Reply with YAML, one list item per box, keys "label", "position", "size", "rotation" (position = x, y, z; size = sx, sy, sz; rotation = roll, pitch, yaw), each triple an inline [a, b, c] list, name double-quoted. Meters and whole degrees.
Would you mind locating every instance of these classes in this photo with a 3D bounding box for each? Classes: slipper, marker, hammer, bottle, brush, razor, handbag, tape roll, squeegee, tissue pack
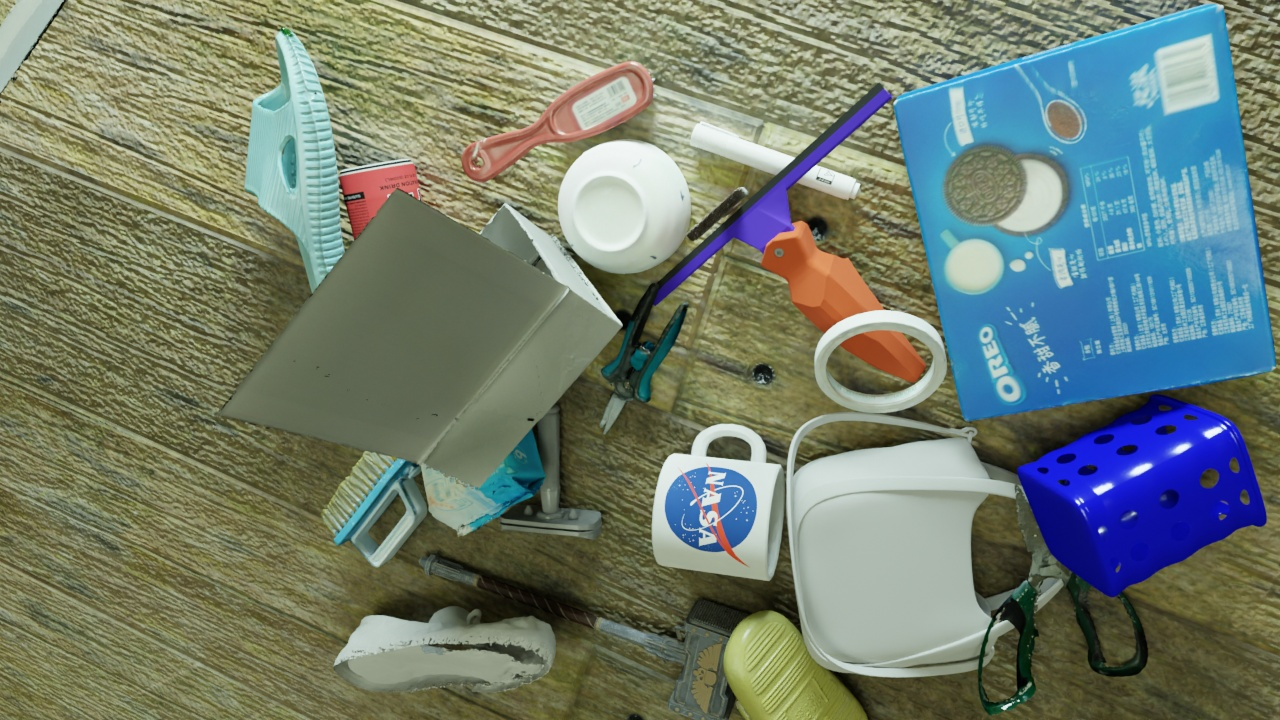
- label: "slipper"
  position: [-0.181, 0.268, 0.861]
  size: [0.247, 0.074, 0.112]
  rotation: [-13, 145, 32]
- label: "marker"
  position: [0.101, -0.149, 0.686]
  size: [0.133, 0.017, 0.020]
  rotation: [22, 75, 10]
- label: "hammer"
  position: [-0.063, 0.233, 0.845]
  size: [0.322, 0.044, 0.098]
  rotation: [15, 110, 16]
- label: "bottle"
  position: [-0.205, -0.078, 0.782]
  size: [0.062, 0.062, 0.177]
  rotation: [-5, 104, 19]
- label: "brush"
  position: [0.059, -0.105, 0.644]
  size: [0.045, 0.143, 0.008]
  rotation: [-41, 92, 15]
- label: "razor"
  position: [-0.080, 0.096, 0.809]
  size: [0.088, 0.047, 0.116]
  rotation: [2, 99, 17]
- label: "handbag"
  position: [0.227, 0.141, 0.701]
  size: [0.223, 0.095, 0.216]
  rotation: [-8, 104, 7]
- label: "tape roll"
  position: [0.174, 0.002, 0.668]
  size: [0.093, 0.013, 0.093]
  rotation: [5, 134, 5]
- label: "squeegee"
  position: [0.143, -0.049, 0.681]
  size: [0.185, 0.055, 0.250]
  rotation: [42, 129, -11]
- label: "brush"
  position: [-0.065, -0.185, 0.721]
  size: [0.173, 0.030, 0.041]
  rotation: [-20, 99, 21]
- label: "slipper"
  position: [0.117, 0.287, 0.772]
  size: [0.082, 0.091, 0.190]
  rotation: [-5, 125, 53]
- label: "slipper"
  position: [-0.288, -0.132, 0.769]
  size: [0.116, 0.069, 0.276]
  rotation: [29, 127, 57]
- label: "tissue pack"
  position: [-0.140, 0.071, 0.786]
  size: [0.093, 0.061, 0.144]
  rotation: [-28, 63, 22]

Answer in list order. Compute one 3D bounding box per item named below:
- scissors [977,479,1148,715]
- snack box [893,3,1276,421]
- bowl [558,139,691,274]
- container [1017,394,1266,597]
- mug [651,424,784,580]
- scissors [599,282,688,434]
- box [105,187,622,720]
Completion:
- label: "scissors"
  position: [0.329, 0.172, 0.688]
  size: [0.154, 0.015, 0.209]
  rotation: [1, 106, -5]
- label: "snack box"
  position: [0.295, -0.089, 0.620]
  size: [0.196, 0.056, 0.239]
  rotation: [-12, 103, 21]
- label: "bowl"
  position: [-0.016, -0.117, 0.714]
  size: [0.105, 0.054, 0.105]
  rotation: [5, 108, 15]
- label: "container"
  position: [0.336, 0.091, 0.623]
  size: [0.113, 0.084, 0.085]
  rotation: [-27, 103, -1]
- label: "mug"
  position: [0.067, 0.111, 0.744]
  size: [0.090, 0.091, 0.121]
  rotation: [4, 72, 17]
- label: "scissors"
  position: [0.001, 0.004, 0.758]
  size: [0.139, 0.019, 0.129]
  rotation: [-12, 102, 31]
- label: "box"
  position: [-0.126, 0.008, 0.532]
  size: [0.148, 0.505, 0.167]
  rotation: [41, 99, -2]
